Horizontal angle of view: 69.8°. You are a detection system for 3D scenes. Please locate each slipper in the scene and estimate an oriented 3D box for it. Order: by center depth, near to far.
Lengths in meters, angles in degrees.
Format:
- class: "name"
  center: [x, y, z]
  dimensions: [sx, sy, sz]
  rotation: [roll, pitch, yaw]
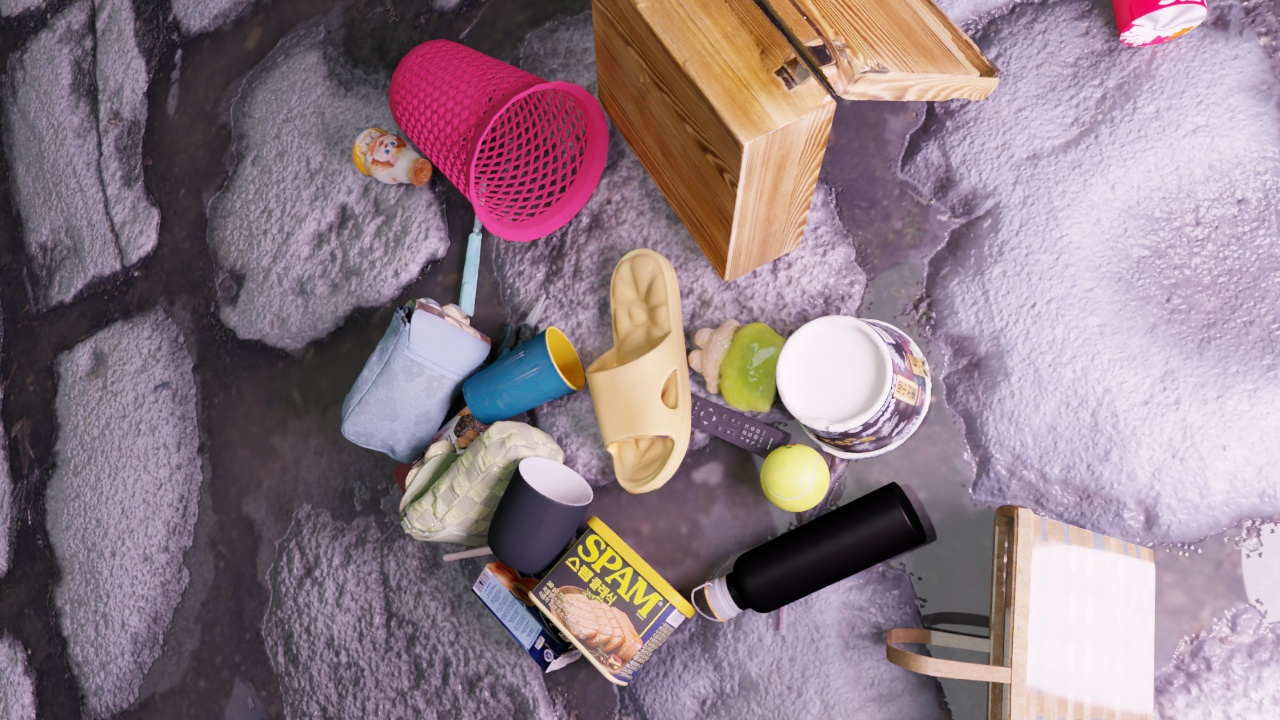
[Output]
- class: "slipper"
  center: [-0.006, 0.006, 0.963]
  dimensions: [0.100, 0.078, 0.263]
  rotation: [-11, 73, 37]

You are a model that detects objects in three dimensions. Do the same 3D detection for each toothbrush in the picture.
- class: "toothbrush"
  center: [-0.151, 0.216, 1.046]
  dimensions: [0.181, 0.015, 0.018]
  rotation: [-13, 82, 24]

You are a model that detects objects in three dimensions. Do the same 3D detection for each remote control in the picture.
- class: "remote control"
  center: [0.084, 0.063, 0.952]
  dimensions: [0.136, 0.015, 0.032]
  rotation: [23, 92, 30]

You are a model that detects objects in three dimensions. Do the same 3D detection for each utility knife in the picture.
- class: "utility knife"
  center: [-0.205, -0.144, 1.128]
  dimensions: [0.022, 0.015, 0.179]
  rotation: [5, 86, 26]

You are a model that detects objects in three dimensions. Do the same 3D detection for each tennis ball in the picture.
- class: "tennis ball"
  center: [0.149, 0.113, 0.883]
  dimensions: [0.065, 0.065, 0.065]
  rotation: [-5, 80, 26]

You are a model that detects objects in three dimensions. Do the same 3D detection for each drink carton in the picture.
- class: "drink carton"
  center: [-0.115, 0.272, 0.991]
  dimensions: [0.130, 0.064, 0.040]
  rotation: [39, 108, 26]

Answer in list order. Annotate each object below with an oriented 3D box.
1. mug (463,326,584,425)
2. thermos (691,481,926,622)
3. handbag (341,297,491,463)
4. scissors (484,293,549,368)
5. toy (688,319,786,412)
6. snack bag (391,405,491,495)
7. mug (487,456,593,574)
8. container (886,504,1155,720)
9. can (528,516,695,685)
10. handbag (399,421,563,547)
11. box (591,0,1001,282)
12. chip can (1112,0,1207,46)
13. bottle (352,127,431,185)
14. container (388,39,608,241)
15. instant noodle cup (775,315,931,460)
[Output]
- class: "mug"
  center: [-0.133, 0.023, 1.028]
  dimensions: [0.121, 0.078, 0.078]
  rotation: [-27, 71, 17]
- class: "thermos"
  center: [0.151, 0.192, 0.872]
  dimensions: [0.232, 0.061, 0.061]
  rotation: [-30, 70, 19]
- class: "handbag"
  center: [-0.267, 0.019, 1.085]
  dimensions: [0.192, 0.121, 0.118]
  rotation: [-56, 28, 13]
- class: "scissors"
  center: [-0.155, -0.012, 1.080]
  dimensions: [0.141, 0.019, 0.128]
  rotation: [-16, 77, 24]
- class: "toy"
  center: [0.099, 0.001, 0.936]
  dimensions: [0.115, 0.046, 0.092]
  rotation: [22, 103, 38]
- class: "snack bag"
  center: [-0.238, 0.112, 1.103]
  dimensions: [0.158, 0.013, 0.057]
  rotation: [-39, 69, 20]
- class: "mug"
  center: [-0.102, 0.160, 0.972]
  dimensions: [0.085, 0.121, 0.095]
  rotation: [31, 107, 9]
- class: "container"
  center: [0.295, 0.242, 0.742]
  dimensions: [0.186, 0.157, 0.249]
  rotation: [3, 83, 16]
- class: "can"
  center: [-0.030, 0.244, 0.930]
  dimensions: [0.135, 0.075, 0.104]
  rotation: [39, 81, 26]
- class: "handbag"
  center: [-0.183, 0.128, 1.028]
  dimensions: [0.186, 0.113, 0.117]
  rotation: [-43, 58, 11]
- class: "box"
  center: [0.147, -0.309, 0.880]
  dimensions: [0.315, 0.282, 0.279]
  rotation: [-27, 68, -9]
- class: "chip can"
  center: [0.443, -0.396, 0.815]
  dimensions: [0.069, 0.069, 0.220]
  rotation: [-10, 78, 25]
- class: "bottle"
  center: [-0.317, -0.257, 1.177]
  dimensions: [0.108, 0.063, 0.063]
  rotation: [25, 93, 27]
- class: "container"
  center: [-0.179, -0.271, 1.058]
  dimensions: [0.226, 0.183, 0.183]
  rotation: [39, 100, 34]
- class: "instant noodle cup"
  center: [0.190, 0.018, 0.851]
  dimensions: [0.137, 0.112, 0.137]
  rotation: [-5, 79, 25]
